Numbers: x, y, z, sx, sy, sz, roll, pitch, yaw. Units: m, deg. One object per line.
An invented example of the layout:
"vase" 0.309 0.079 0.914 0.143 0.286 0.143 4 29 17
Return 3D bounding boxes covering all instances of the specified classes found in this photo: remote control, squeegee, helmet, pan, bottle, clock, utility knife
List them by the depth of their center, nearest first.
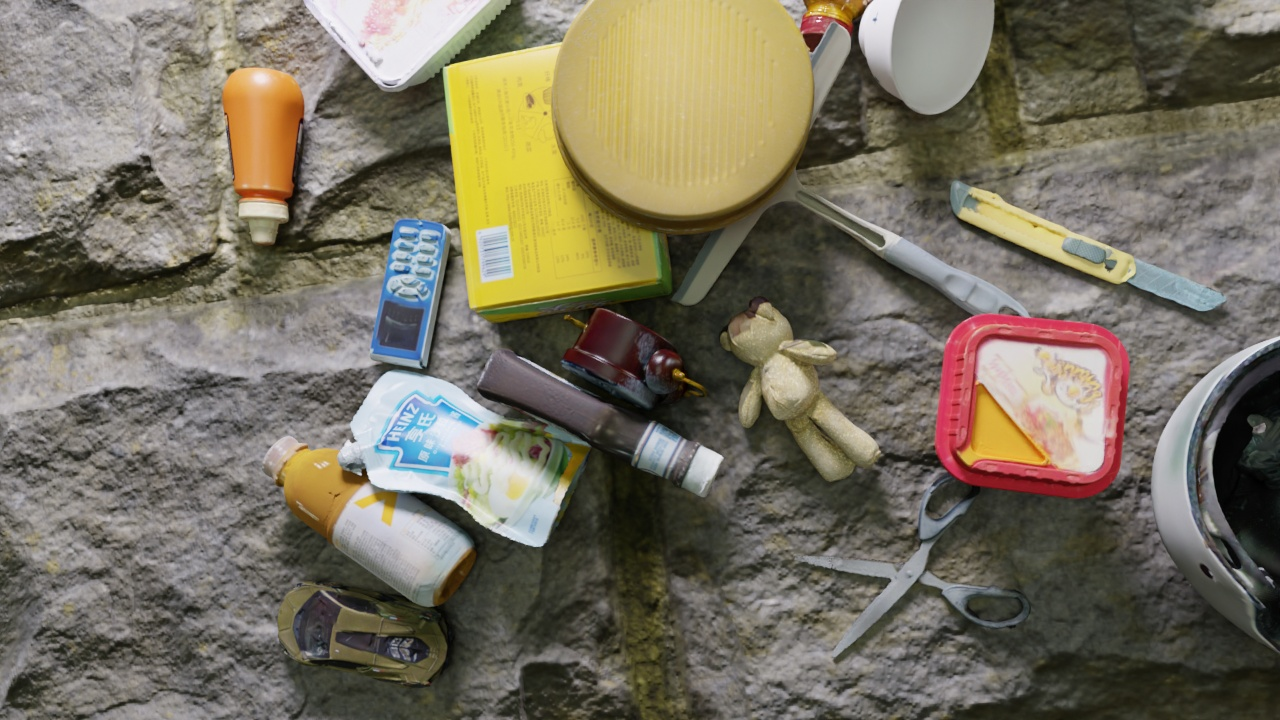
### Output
"helmet" 0.459 0.099 0.596 0.274 0.157 0.230 22 86 0
"pan" 0.036 -0.274 0.698 0.198 0.078 0.357 3 89 0
"utility knife" 0.339 -0.086 0.708 0.216 0.022 0.031 25 94 6
"squeegee" 0.191 -0.092 0.717 0.246 0.039 0.247 32 104 10
"bottle" -0.030 0.050 0.718 0.195 0.080 0.044 25 87 9
"clock" -0.004 0.004 0.719 0.122 0.082 0.055 25 82 13
"bottle" 0.169 -0.335 0.737 0.057 0.057 0.175 16 87 10
"bottle" -0.224 0.126 0.748 0.189 0.068 0.068 31 89 11
"remote control" -0.195 -0.057 0.784 0.049 0.024 0.125 9 85 10
"bottle" -0.330 -0.175 0.804 0.067 0.066 0.149 1 91 9

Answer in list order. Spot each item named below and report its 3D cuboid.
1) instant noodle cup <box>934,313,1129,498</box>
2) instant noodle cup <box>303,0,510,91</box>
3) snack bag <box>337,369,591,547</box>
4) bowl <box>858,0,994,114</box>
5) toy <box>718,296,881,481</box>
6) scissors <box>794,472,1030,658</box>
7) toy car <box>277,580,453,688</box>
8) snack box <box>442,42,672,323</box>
"instant noodle cup" 0.266 0.034 0.649 0.116 0.124 0.116 7 85 11
"instant noodle cup" -0.186 -0.321 0.793 0.173 0.060 0.138 -42 79 2
"snack bag" -0.144 0.074 0.740 0.191 0.039 0.110 20 61 8
"bowl" 0.210 -0.255 0.711 0.065 0.118 0.118 30 89 48
"toy" 0.124 0.023 0.711 0.157 0.066 0.105 54 136 7
"scissors" 0.211 0.166 0.703 0.159 0.014 0.179 38 94 13
"toy car" -0.230 0.225 0.754 0.158 0.042 0.070 6 85 12
"snack box" -0.066 -0.146 0.749 0.158 0.070 0.210 -9 82 8
